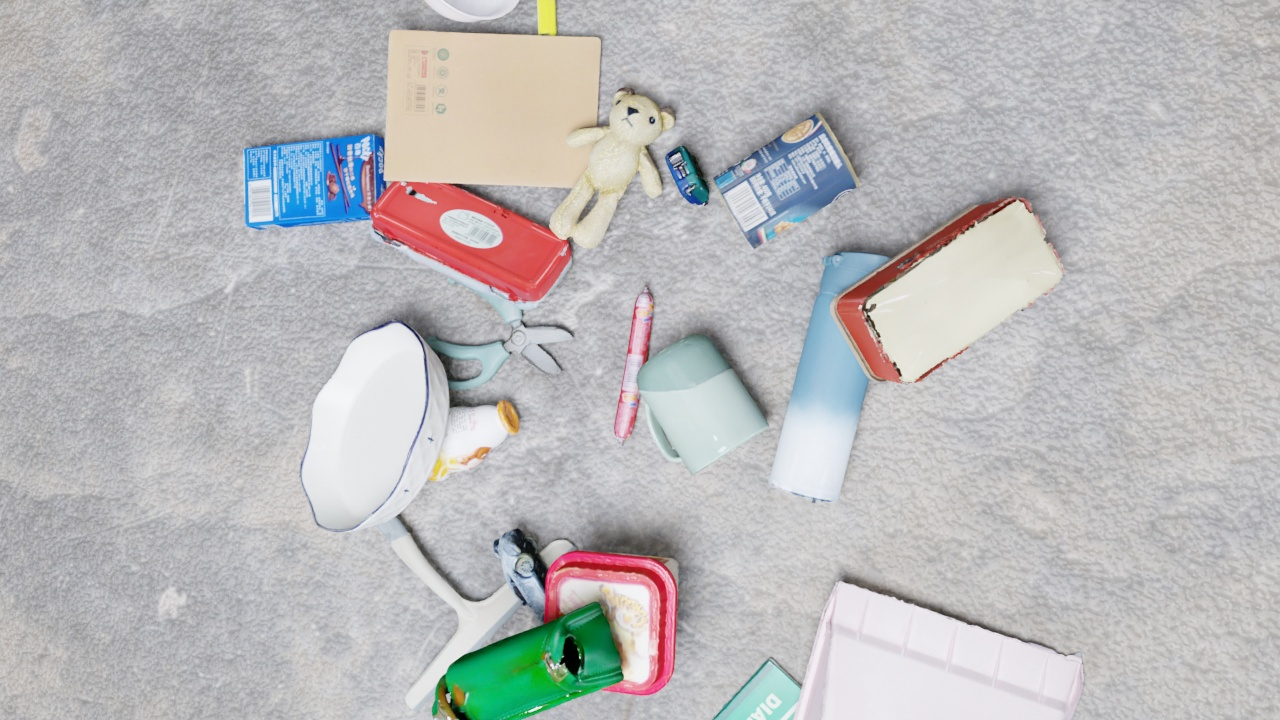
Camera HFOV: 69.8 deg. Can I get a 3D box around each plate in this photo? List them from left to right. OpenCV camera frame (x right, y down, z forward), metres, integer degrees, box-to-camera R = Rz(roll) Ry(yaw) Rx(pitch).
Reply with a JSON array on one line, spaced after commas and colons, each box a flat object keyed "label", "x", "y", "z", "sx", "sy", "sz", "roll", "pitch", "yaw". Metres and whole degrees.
[{"label": "plate", "x": -0.253, "y": 0.065, "z": 0.882, "sx": 0.205, "sy": 0.045, "sz": 0.204, "roll": -21, "pitch": 58, "yaw": 36}]

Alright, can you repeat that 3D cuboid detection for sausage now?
[{"label": "sausage", "x": -0.005, "y": 0.005, "z": 0.873, "sx": 0.020, "sy": 0.020, "sz": 0.156, "roll": 10, "pitch": 92, "yaw": 15}]

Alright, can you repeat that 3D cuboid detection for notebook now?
[{"label": "notebook", "x": -0.145, "y": -0.244, "z": 0.893, "sx": 0.208, "sy": 0.008, "sz": 0.148, "roll": 3, "pitch": 92, "yaw": 2}, {"label": "notebook", "x": 0.109, "y": 0.400, "z": 0.844, "sx": 0.150, "sy": 0.012, "sz": 0.209, "roll": 41, "pitch": 100, "yaw": 12}]

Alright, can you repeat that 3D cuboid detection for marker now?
[{"label": "marker", "x": -0.090, "y": -0.301, "z": 0.903, "sx": 0.018, "sy": 0.015, "sz": 0.124, "roll": -2, "pitch": 92, "yaw": 7}]

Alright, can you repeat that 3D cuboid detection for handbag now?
[{"label": "handbag", "x": -0.086, "y": 0.245, "z": 0.713, "sx": 0.131, "sy": 0.120, "sz": 0.068, "roll": -26, "pitch": 77, "yaw": 16}]

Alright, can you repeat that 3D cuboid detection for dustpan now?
[{"label": "dustpan", "x": 0.228, "y": 0.357, "z": 0.801, "sx": 0.222, "sy": 0.139, "sz": 0.272, "roll": 20, "pitch": 67, "yaw": 8}]

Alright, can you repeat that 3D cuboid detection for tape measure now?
[{"label": "tape measure", "x": 0.045, "y": -0.171, "z": 0.843, "sx": 0.025, "sy": 0.058, "sz": 0.054, "roll": -26, "pitch": 79, "yaw": 13}]

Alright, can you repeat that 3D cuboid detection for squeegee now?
[{"label": "squeegee", "x": -0.232, "y": 0.186, "z": 0.922, "sx": 0.247, "sy": 0.039, "sz": 0.246, "roll": -46, "pitch": 79, "yaw": 10}]

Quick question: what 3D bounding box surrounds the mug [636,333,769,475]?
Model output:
[{"label": "mug", "x": 0.045, "y": 0.044, "z": 0.835, "sx": 0.112, "sy": 0.082, "sz": 0.106, "roll": -41, "pitch": 79, "yaw": 43}]

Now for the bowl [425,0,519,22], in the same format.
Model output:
[{"label": "bowl", "x": -0.180, "y": -0.375, "z": 0.893, "sx": 0.065, "sy": 0.118, "sz": 0.118, "roll": -16, "pitch": 84, "yaw": 54}]

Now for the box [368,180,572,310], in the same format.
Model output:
[{"label": "box", "x": -0.167, "y": -0.116, "z": 0.895, "sx": 0.201, "sy": 0.048, "sz": 0.087, "roll": 26, "pitch": 66, "yaw": 14}]

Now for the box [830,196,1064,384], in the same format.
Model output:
[{"label": "box", "x": 0.252, "y": -0.054, "z": 0.741, "sx": 0.168, "sy": 0.079, "sz": 0.091, "roll": -33, "pitch": 99, "yaw": -7}]

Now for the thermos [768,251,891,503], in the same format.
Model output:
[{"label": "thermos", "x": 0.171, "y": 0.012, "z": 0.804, "sx": 0.070, "sy": 0.070, "sz": 0.220, "roll": 15, "pitch": 93, "yaw": 14}]

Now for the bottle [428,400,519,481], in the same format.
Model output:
[{"label": "bottle", "x": -0.172, "y": 0.074, "z": 0.894, "sx": 0.108, "sy": 0.063, "sz": 0.063, "roll": -24, "pitch": 84, "yaw": 14}]

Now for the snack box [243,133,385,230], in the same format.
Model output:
[{"label": "snack box", "x": -0.341, "y": -0.185, "z": 0.960, "sx": 0.157, "sy": 0.026, "sz": 0.084, "roll": -2, "pitch": 89, "yaw": 15}]

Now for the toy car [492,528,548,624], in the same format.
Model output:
[{"label": "toy car", "x": -0.098, "y": 0.215, "z": 0.866, "sx": 0.037, "sy": 0.054, "sz": 0.120, "roll": -31, "pitch": 98, "yaw": 2}]

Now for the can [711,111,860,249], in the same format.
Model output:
[{"label": "can", "x": 0.126, "y": -0.157, "z": 0.811, "sx": 0.111, "sy": 0.075, "sz": 0.075, "roll": -30, "pitch": 82, "yaw": 13}]

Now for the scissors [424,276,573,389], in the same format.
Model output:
[{"label": "scissors", "x": -0.158, "y": -0.021, "z": 0.916, "sx": 0.174, "sy": 0.019, "sz": 0.178, "roll": 44, "pitch": 99, "yaw": 10}]

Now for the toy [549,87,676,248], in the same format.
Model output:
[{"label": "toy", "x": -0.030, "y": -0.178, "z": 0.857, "sx": 0.105, "sy": 0.066, "sz": 0.157, "roll": 29, "pitch": 90, "yaw": 7}]

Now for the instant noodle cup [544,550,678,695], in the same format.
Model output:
[{"label": "instant noodle cup", "x": -0.016, "y": 0.223, "z": 0.820, "sx": 0.116, "sy": 0.124, "sz": 0.116, "roll": 2, "pitch": 90, "yaw": 16}]
